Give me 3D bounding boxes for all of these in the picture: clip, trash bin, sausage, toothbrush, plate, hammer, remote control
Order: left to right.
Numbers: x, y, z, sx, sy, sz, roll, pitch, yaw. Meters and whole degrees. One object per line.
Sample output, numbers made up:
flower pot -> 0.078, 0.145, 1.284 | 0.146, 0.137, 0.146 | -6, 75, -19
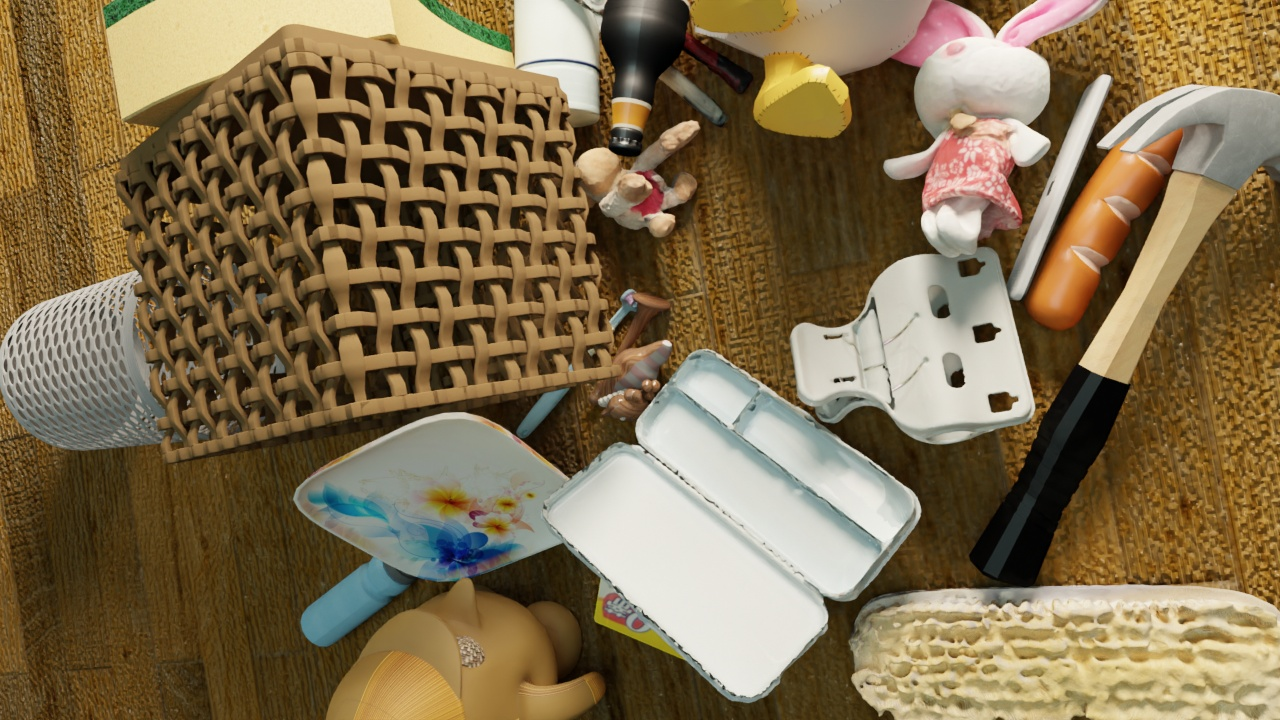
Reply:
trash bin -> -0.440, 0.000, 0.810 | 0.184, 0.156, 0.156 | -9, 88, 23
plate -> -0.146, 0.108, 0.705 | 0.187, 0.187, 0.016 | -25, 45, 21
toothbrush -> -0.050, 0.006, 0.733 | 0.022, 0.016, 0.155 | 34, 106, -22
clip -> 0.176, -0.003, 0.612 | 0.144, 0.074, 0.124 | -16, 63, 24
remote control -> 0.268, -0.109, 0.592 | 0.008, 0.045, 0.147 | 20, 99, 10
sausage -> 0.299, -0.095, 0.582 | 0.164, 0.039, 0.044 | -60, 39, 12
hammer -> 0.295, -0.006, 0.569 | 0.131, 0.039, 0.329 | 16, 106, -15

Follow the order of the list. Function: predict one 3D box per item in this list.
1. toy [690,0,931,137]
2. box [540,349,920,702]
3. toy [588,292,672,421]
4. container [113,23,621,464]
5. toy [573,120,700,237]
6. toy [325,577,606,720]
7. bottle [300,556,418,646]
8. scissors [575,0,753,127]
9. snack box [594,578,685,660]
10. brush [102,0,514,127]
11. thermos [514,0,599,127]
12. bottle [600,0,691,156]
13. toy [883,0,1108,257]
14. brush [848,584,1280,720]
toy -> 0.133, -0.270, 0.585 | 0.247, 0.141, 0.266 | 4, 53, 49
box -> 0.058, 0.105, 0.631 | 0.210, 0.061, 0.192 | 35, 77, 31
toy -> -0.004, 0.004, 0.703 | 0.055, 0.041, 0.102 | 47, 116, 36
container -> -0.191, -0.064, 0.641 | 0.252, 0.219, 0.214 | -13, 87, 40
toy -> -0.008, -0.140, 0.690 | 0.106, 0.074, 0.085 | 15, 65, 40
toy -> -0.145, 0.240, 0.677 | 0.199, 0.203, 0.162 | 7, 94, 20
bottle -> -0.240, 0.201, 0.799 | 0.130, 0.040, 0.040 | -38, 79, 18
scissors -> -0.001, -0.249, 0.670 | 0.146, 0.015, 0.188 | -21, 99, 1
snack box -> 0.028, 0.163, 0.675 | 0.106, 0.061, 0.084 | 17, 113, 19
brush -> -0.217, -0.207, 0.663 | 0.195, 0.250, 0.075 | -12, 87, 14
thermos -> -0.064, -0.297, 0.702 | 0.068, 0.067, 0.230 | -1, 92, 21
bottle -> 0.003, -0.232, 0.632 | 0.059, 0.059, 0.181 | 9, 89, 20
toy -> 0.213, -0.157, 0.587 | 0.159, 0.084, 0.194 | 7, 79, 41
brush -> 0.272, 0.192, 0.594 | 0.272, 0.056, 0.083 | -6, 91, 21
